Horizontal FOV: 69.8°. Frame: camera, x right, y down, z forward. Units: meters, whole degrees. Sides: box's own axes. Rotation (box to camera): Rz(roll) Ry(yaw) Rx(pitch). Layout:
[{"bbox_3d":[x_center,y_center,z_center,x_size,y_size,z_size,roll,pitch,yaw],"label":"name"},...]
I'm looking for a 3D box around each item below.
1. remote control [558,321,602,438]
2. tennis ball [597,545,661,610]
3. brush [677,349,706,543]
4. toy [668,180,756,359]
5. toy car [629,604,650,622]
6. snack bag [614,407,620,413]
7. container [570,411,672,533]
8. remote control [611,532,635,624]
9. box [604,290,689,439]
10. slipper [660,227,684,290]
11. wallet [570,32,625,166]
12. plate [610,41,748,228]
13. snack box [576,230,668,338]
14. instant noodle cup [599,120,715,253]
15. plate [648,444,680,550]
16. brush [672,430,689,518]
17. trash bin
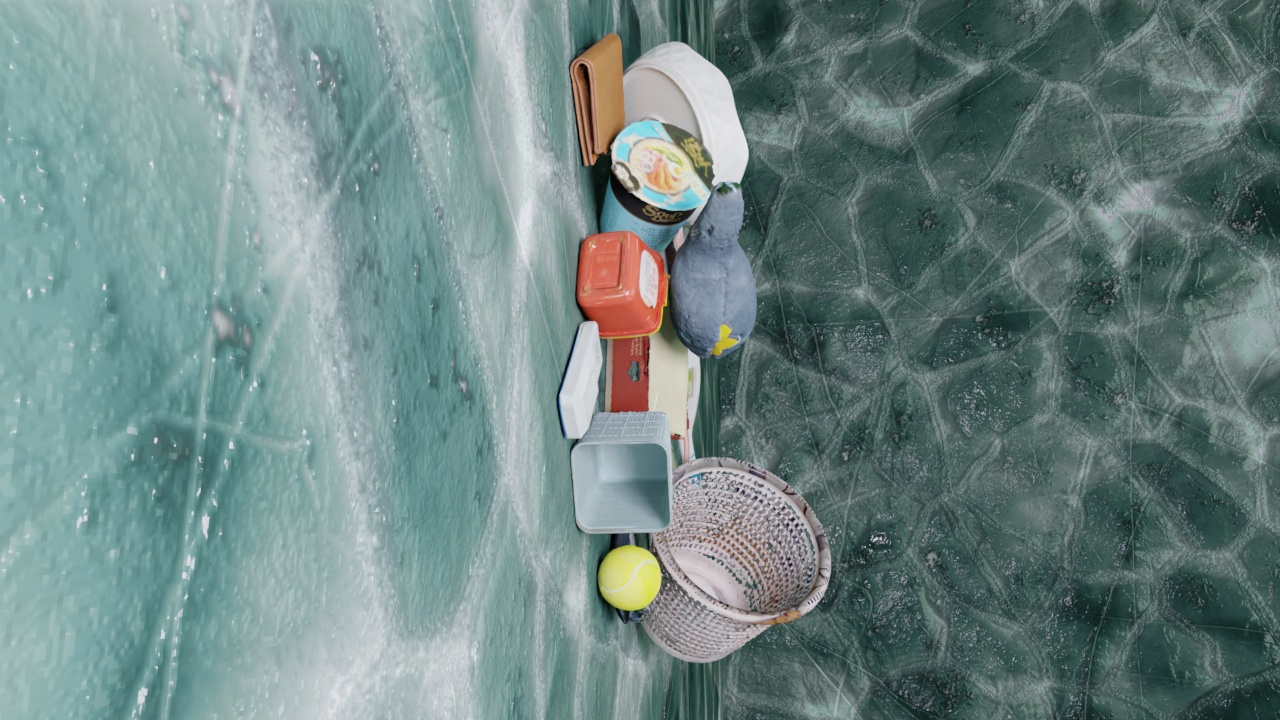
[{"bbox_3d":[-0.052,0.017,0.840,0.124,0.024,0.049,-81,167,-54],"label":"remote control"},{"bbox_3d":[-0.011,0.222,0.939,0.065,0.065,0.065,0,89,-81],"label":"tennis ball"},{"bbox_3d":[0.050,0.097,1.241,0.060,0.109,0.315,-20,122,-34],"label":"brush"},{"bbox_3d":[0.080,-0.074,0.954,0.356,0.091,0.137,66,39,-75],"label":"toy"},{"bbox_3d":[-0.007,0.276,1.064,0.091,0.034,0.042,103,-13,-63],"label":"toy car"},{"bbox_3d":[-0.030,0.103,0.969,0.048,0.026,0.104,-35,123,-66],"label":"snack bag"},{"bbox_3d":[-0.012,0.102,0.884,0.111,0.090,0.090,-71,158,-75],"label":"container"},{"bbox_3d":[-0.021,0.224,1.014,0.053,0.024,0.136,77,13,-47],"label":"remote control"},{"bbox_3d":[0.017,0.004,1.030,0.091,0.077,0.168,25,61,-51],"label":"box"},{"bbox_3d":[0.035,-0.137,1.220,0.274,0.054,0.114,65,18,-54],"label":"slipper"},{"bbox_3d":[-0.040,-0.268,0.938,0.131,0.031,0.108,-68,157,-58],"label":"wallet"},{"bbox_3d":[0.031,-0.241,1.013,0.045,0.205,0.205,-22,120,-33],"label":"plate"},{"bbox_3d":[-0.020,-0.076,0.896,0.080,0.082,0.091,49,40,-61],"label":"snack box"},{"bbox_3d":[0.007,-0.167,0.956,0.121,0.111,0.111,123,-26,-58],"label":"instant noodle cup"},{"bbox_3d":[0.038,0.233,1.403,0.230,0.027,0.230,1,89,-82],"label":"plate"},{"bbox_3d":[0.027,0.141,1.191,0.063,0.073,0.146,-60,150,-75],"label":"brush"},{"bbox_3d":[0.092,0.264,1.134,0.226,0.227,0.193,-82,-168,-46],"label":"trash bin"}]
